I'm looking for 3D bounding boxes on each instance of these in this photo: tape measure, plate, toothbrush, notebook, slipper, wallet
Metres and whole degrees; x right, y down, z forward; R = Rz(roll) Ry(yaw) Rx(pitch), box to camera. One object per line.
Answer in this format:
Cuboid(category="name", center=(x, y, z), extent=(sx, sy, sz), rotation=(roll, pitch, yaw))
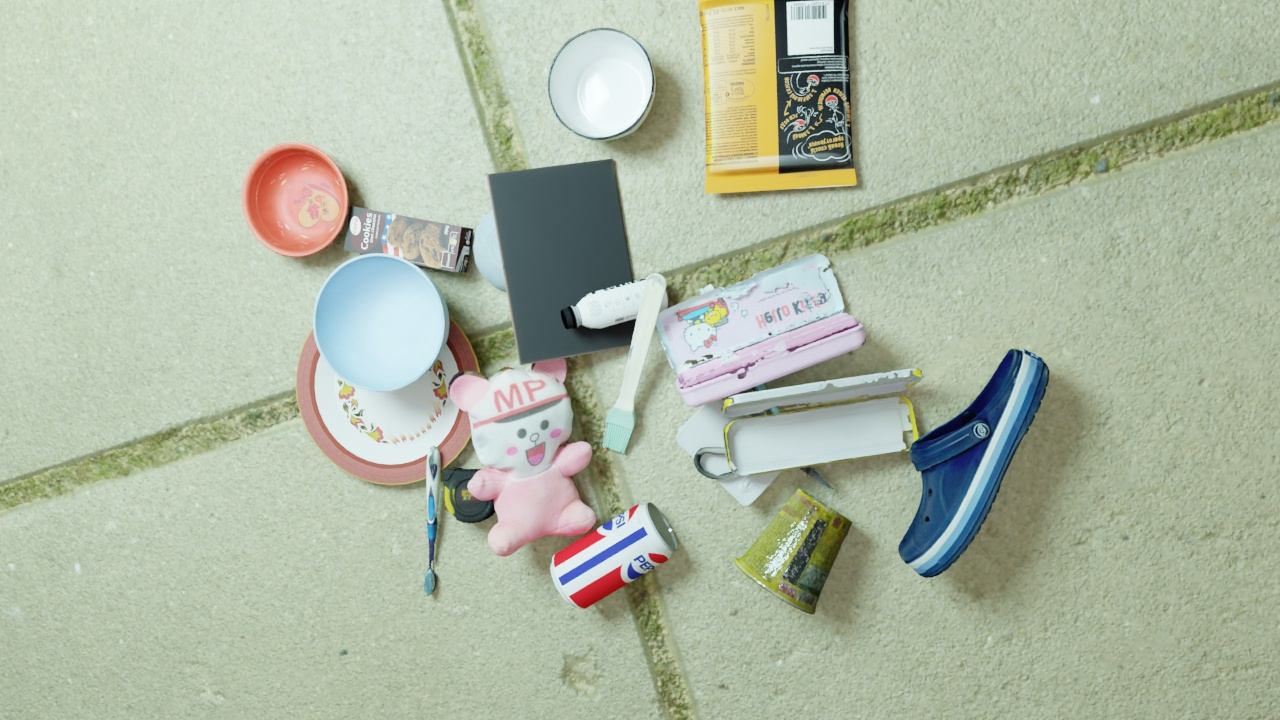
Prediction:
Cuboid(category="tape measure", center=(-0.193, 0.157, 1.068), extent=(0.067, 0.038, 0.062), rotation=(0, 87, 6))
Cuboid(category="plate", center=(-0.294, 0.031, 1.079), extent=(0.230, 0.021, 0.230), rotation=(1, 95, 9))
Cuboid(category="toothbrush", center=(0.115, -0.004, 1.013), extent=(0.016, 0.016, 0.180), rotation=(-30, 89, 1))
Cuboid(category="notebook", center=(-0.081, -0.110, 1.012), extent=(0.141, 0.008, 0.209), rotation=(-10, 94, -14))
Cuboid(category="slipper", center=(0.327, 0.098, 0.946), extent=(0.095, 0.105, 0.253), rotation=(28, 95, 7))
Cuboid(category="wallet", center=(0.103, 0.096, 1.019), extent=(0.086, 0.032, 0.116), rotation=(-42, 85, -1))
Cuboid(category="toothbrush", center=(-0.245, 0.189, 1.074), extent=(0.016, 0.017, 0.189), rotation=(5, 105, 2))

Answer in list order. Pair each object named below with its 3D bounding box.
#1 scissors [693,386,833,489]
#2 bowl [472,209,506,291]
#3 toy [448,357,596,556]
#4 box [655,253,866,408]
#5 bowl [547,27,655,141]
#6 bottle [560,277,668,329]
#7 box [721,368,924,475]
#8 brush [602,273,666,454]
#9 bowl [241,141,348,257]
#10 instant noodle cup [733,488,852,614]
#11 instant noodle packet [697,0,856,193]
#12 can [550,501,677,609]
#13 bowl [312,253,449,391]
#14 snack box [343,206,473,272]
Cuboid(category="scissors", center=(0.133, 0.086, 0.995), extent=(0.157, 0.012, 0.169), rotation=(-26, 84, 1))
Cuboid(category="bowl", center=(-0.142, -0.127, 1.032), extent=(0.106, 0.039, 0.106), rotation=(1, 95, 9))
Cuboid(category="toy", center=(-0.129, 0.102, 1.025), extent=(0.142, 0.084, 0.213), rotation=(-15, 97, -12))
Cuboid(category="box", center=(0.122, -0.036, 0.965), extent=(0.201, 0.101, 0.103), rotation=(-20, 98, 3))
Cuboid(category="bowl", center=(-0.037, -0.291, 0.987), extent=(0.116, 0.065, 0.116), rotation=(1, 95, 9))
Cuboid(category="bottle", center=(-0.029, -0.060, 0.999), extent=(0.116, 0.041, 0.041), rotation=(-16, 92, -13))
Cuboid(category="box", center=(0.192, 0.065, 0.954), extent=(0.210, 0.080, 0.084), rotation=(-8, 81, -2))
Cuboid(category="brush", center=(-0.006, 0.006, 1.007), extent=(0.033, 0.012, 0.218), rotation=(17, 113, 7))
Cuboid(category="bowl", center=(-0.391, -0.185, 1.064), extent=(0.130, 0.045, 0.130), rotation=(1, 95, 9))
Cuboid(category="instant noodle cup", center=(0.170, 0.201, 0.988), extent=(0.102, 0.102, 0.108), rotation=(32, 90, 5))
Cuboid(category="instant noodle packet", center=(0.144, -0.293, 0.974), extent=(0.160, 0.032, 0.221), rotation=(-2, 95, 7))
Cuboid(category="can", center=(-0.030, 0.219, 1.029), extent=(0.132, 0.070, 0.070), rotation=(-33, 89, 10))
Cuboid(category="bowl", center=(-0.276, -0.043, 1.019), extent=(0.151, 0.074, 0.150), rotation=(1, 95, 10))
Cuboid(category="snack box", center=(-0.265, -0.138, 1.047), extent=(0.141, 0.031, 0.051), rotation=(12, 97, 14))
